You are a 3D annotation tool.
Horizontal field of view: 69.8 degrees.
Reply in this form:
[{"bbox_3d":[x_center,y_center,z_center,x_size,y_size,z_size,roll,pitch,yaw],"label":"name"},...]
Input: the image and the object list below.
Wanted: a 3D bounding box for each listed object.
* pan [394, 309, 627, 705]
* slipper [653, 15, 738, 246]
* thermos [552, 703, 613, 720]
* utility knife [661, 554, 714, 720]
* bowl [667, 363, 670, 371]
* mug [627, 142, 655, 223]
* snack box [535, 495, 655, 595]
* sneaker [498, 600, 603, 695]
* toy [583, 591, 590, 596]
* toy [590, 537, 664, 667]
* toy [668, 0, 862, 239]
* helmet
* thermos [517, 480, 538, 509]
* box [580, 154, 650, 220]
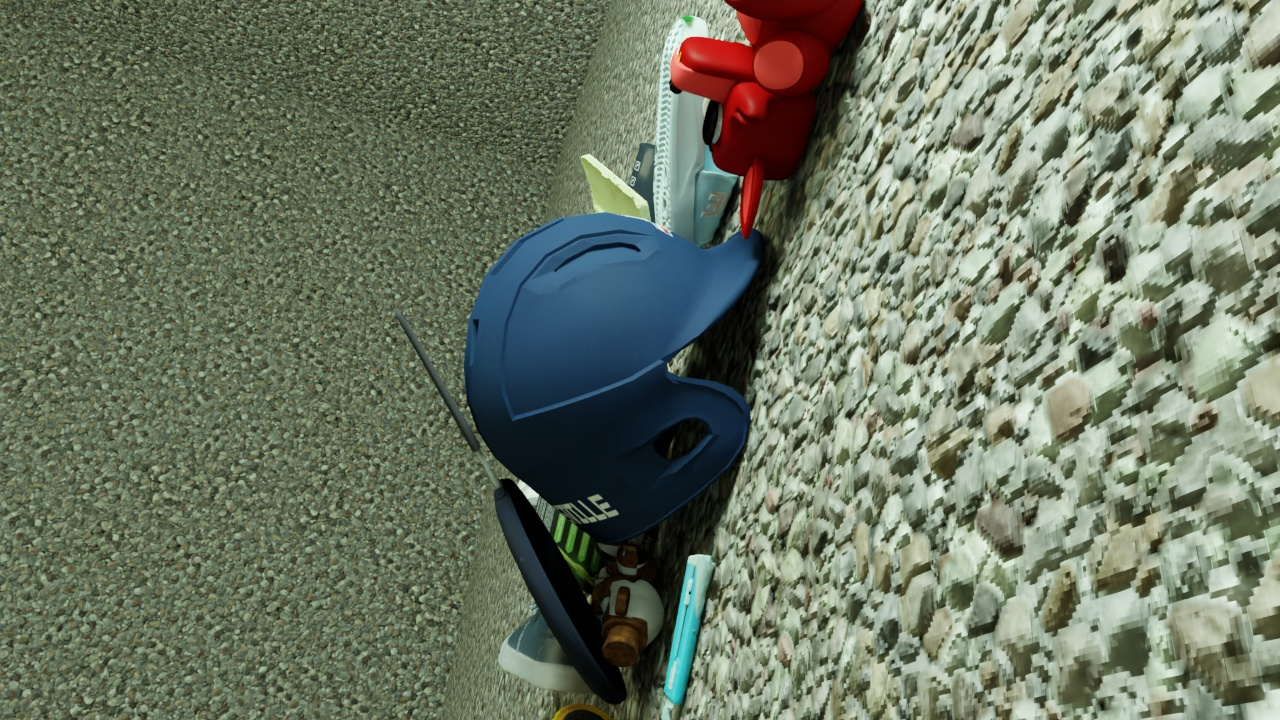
[{"bbox_3d":[-0.103,0.118,0.719,0.356,0.021,0.199,63,175,-14],"label":"pan"},{"bbox_3d":[0.053,-0.185,0.835,0.104,0.074,0.246,-98,8,-55],"label":"slipper"},{"bbox_3d":[-0.070,0.394,0.774,0.076,0.091,0.233,-33,-32,-58],"label":"thermos"},{"bbox_3d":[0.032,0.196,0.642,0.022,0.015,0.123,5,82,53],"label":"utility knife"},{"bbox_3d":[-0.005,0.005,0.899,0.112,0.061,0.112,-17,-91,-85],"label":"bowl"},{"bbox_3d":[0.028,-0.193,1.020,0.104,0.071,0.077,-31,-39,-67],"label":"mug"},{"bbox_3d":[-0.051,0.172,0.866,0.148,0.025,0.080,9,84,49],"label":"snack box"},{"bbox_3d":[-0.086,0.280,0.936,0.236,0.089,0.087,155,125,-68],"label":"sneaker"},{"bbox_3d":[-0.037,0.177,0.910,0.096,0.052,0.099,-39,42,51],"label":"toy"},{"bbox_3d":[-0.013,0.194,0.738,0.112,0.067,0.087,-70,-15,-60],"label":"toy"},{"bbox_3d":[0.082,-0.211,0.659,0.158,0.120,0.198,-96,15,-53],"label":"toy"},{"bbox_3d":[-0.014,-0.018,0.728,0.272,0.223,0.232,-41,7,-10],"label":"helmet"},{"bbox_3d":[-0.100,0.132,1.191,0.219,0.099,0.100,-82,11,-53],"label":"thermos"},{"bbox_3d":[-0.025,-0.133,0.980,0.187,0.047,0.141,-130,37,-57],"label":"box"}]
